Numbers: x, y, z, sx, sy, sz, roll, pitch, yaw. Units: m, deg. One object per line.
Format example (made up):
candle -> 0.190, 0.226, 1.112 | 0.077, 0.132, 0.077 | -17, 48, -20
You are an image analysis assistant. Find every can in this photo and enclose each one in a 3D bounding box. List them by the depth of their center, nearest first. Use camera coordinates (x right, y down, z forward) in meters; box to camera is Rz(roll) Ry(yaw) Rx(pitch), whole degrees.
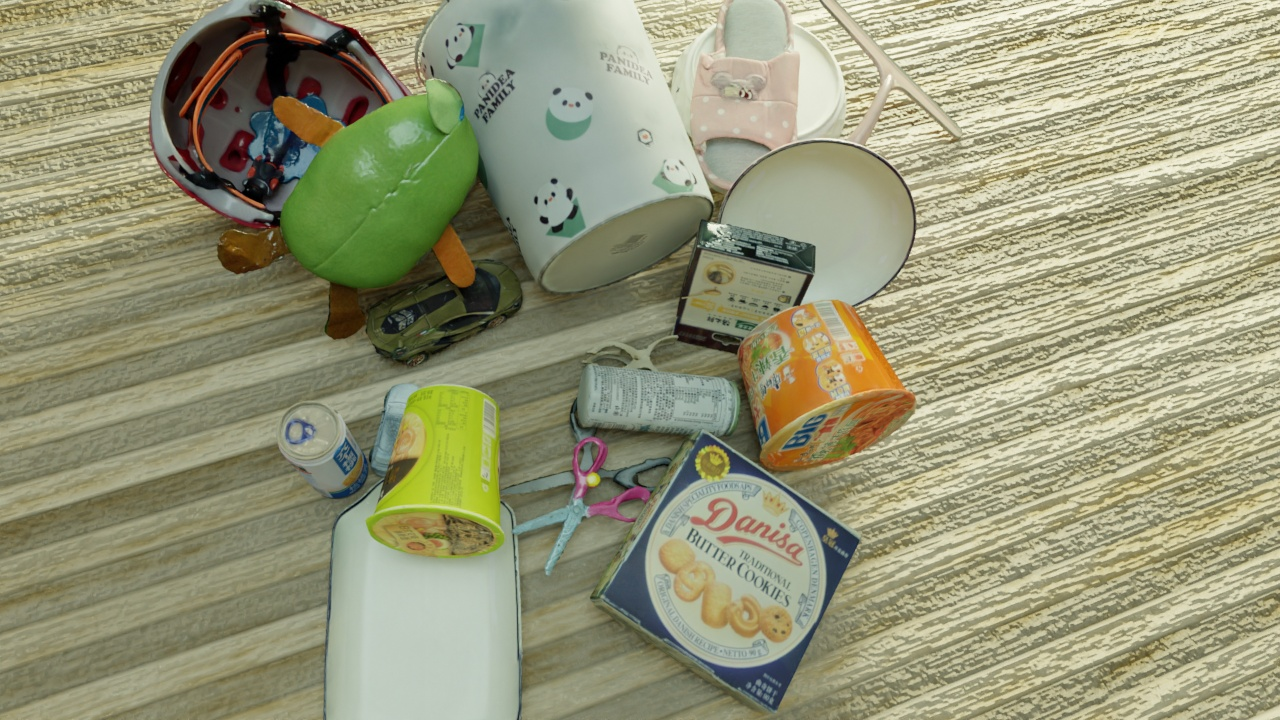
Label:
can -> -0.269, 0.078, 0.781 | 0.053, 0.135, 0.053 | 2, 69, -6
can -> 0.016, 0.039, 0.862 | 0.146, 0.058, 0.058 | 6, 68, -14

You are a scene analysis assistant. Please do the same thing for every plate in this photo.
plate -> -0.184, 0.226, 0.787 | 0.162, 0.034, 0.265 | -2, 69, -8
plate -> 0.172, -0.133, 0.909 | 0.192, 0.193, 0.039 | 11, 35, -2
plate -> 0.136, -0.306, 1.031 | 0.205, 0.046, 0.204 | 2, 69, -6

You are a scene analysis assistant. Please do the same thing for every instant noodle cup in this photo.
instant noodle cup -> -0.165, 0.090, 0.774 | 0.111, 0.112, 0.123 | 4, 58, -5
instant noodle cup -> 0.165, 0.021, 0.856 | 0.151, 0.152, 0.111 | -13, 63, -12

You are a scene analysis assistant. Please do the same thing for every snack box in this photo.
snack box -> 0.078, 0.184, 0.815 | 0.178, 0.046, 0.182 | 34, 69, -4
snack box -> 0.098, -0.067, 0.897 | 0.113, 0.126, 0.053 | 13, 52, -2

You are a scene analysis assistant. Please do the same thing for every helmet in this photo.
helmet -> -0.332, -0.220, 0.887 | 0.240, 0.144, 0.207 | 24, 87, -23

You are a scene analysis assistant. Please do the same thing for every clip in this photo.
clip -> -0.007, 0.000, 0.899 | 0.099, 0.035, 0.070 | -3, 68, -13

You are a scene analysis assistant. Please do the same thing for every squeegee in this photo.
squeegee -> 0.225, -0.230, 0.988 | 0.247, 0.040, 0.249 | 35, 81, -23

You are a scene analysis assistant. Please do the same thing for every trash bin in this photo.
trash bin -> -0.064, -0.215, 0.885 | 0.229, 0.230, 0.251 | -22, 79, -15

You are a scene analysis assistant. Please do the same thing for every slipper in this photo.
slipper -> 0.114, -0.293, 0.963 | 0.114, 0.054, 0.273 | 7, 65, 4

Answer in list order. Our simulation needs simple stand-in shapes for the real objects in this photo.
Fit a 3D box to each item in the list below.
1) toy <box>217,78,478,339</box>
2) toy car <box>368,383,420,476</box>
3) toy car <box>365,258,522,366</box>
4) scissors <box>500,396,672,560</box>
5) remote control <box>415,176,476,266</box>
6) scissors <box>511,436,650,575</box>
toy -> -0.235, -0.138, 0.808 | 0.247, 0.090, 0.227 | -44, 120, 5
toy car -> -0.223, 0.063, 0.848 | 0.043, 0.034, 0.090 | 10, 66, 1
toy car -> -0.190, -0.052, 0.894 | 0.158, 0.042, 0.070 | -28, 75, -19
scissors -> -0.053, 0.100, 0.849 | 0.178, 0.014, 0.159 | -7, 63, -21
remote control -> -0.217, -0.156, 0.940 | 0.049, 0.024, 0.124 | 25, 68, 4
scissors -> -0.047, 0.135, 0.820 | 0.118, 0.017, 0.133 | 28, 65, -5
